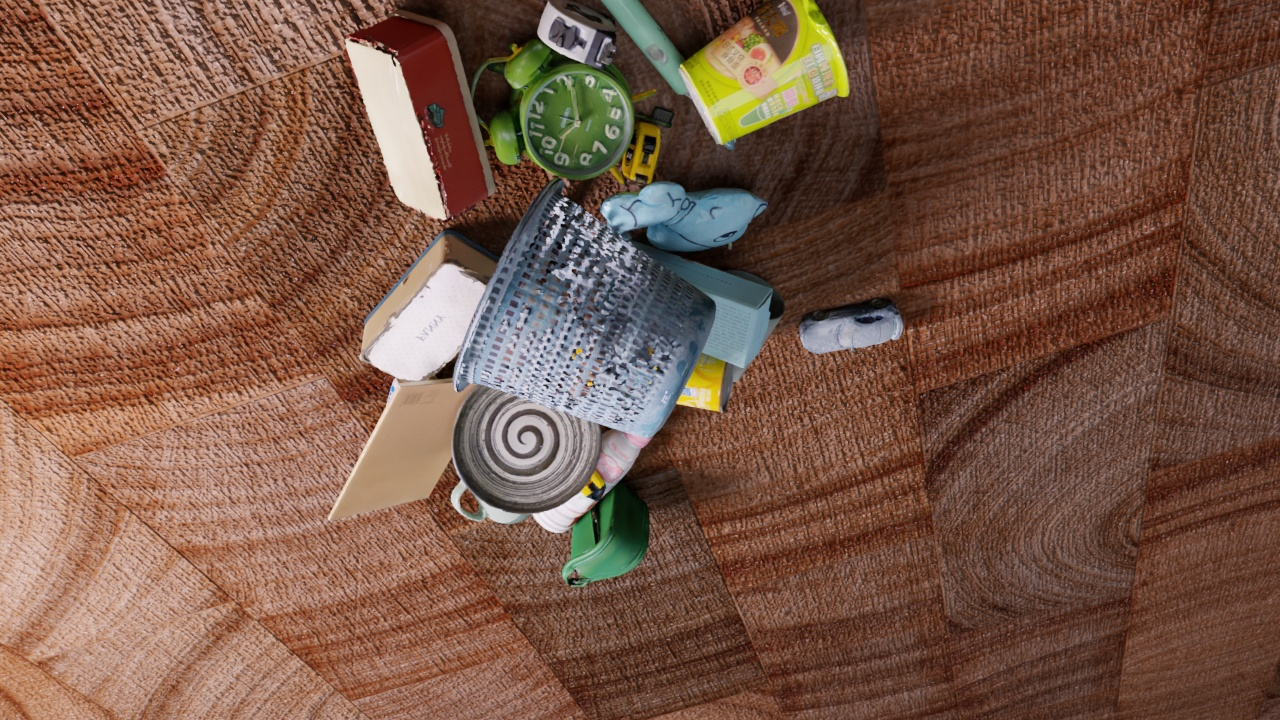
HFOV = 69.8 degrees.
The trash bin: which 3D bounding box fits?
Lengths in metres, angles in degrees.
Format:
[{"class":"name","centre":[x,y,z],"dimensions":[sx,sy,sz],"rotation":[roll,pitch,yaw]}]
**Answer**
[{"class":"trash bin","centre":[-0.043,-0.031,0.884],"dimensions":[0.195,0.225,0.227],"rotation":[26,126,-3]}]

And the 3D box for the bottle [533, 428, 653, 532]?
[{"class":"bottle","centre":[-0.061,0.143,1.181],"dimensions":[0.068,0.068,0.197],"rotation":[28,120,-30]}]

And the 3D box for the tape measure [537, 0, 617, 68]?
[{"class":"tape measure","centre":[-0.054,-0.286,0.795],"dimensions":[0.066,0.065,0.034],"rotation":[17,121,-17]}]

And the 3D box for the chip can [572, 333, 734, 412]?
[{"class":"chip can","centre":[-0.006,0.006,1.011],"dimensions":[0.213,0.071,0.072],"rotation":[10,134,13]}]

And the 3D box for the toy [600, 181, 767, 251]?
[{"class":"toy","centre":[0.045,-0.145,0.939],"dimensions":[0.162,0.049,0.156],"rotation":[-18,158,21]}]

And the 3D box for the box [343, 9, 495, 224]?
[{"class":"box","centre":[-0.200,-0.209,0.810],"dimensions":[0.076,0.091,0.168],"rotation":[-40,141,-30]}]

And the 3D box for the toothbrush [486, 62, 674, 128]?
[{"class":"toothbrush","centre":[-0.053,-0.253,0.863],"dimensions":[0.185,0.012,0.017],"rotation":[13,123,-20]}]

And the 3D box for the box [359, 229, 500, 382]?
[{"class":"box","centre":[-0.218,-0.056,0.981],"dimensions":[0.089,0.061,0.185],"rotation":[33,117,-33]}]

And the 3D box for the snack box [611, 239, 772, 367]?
[{"class":"snack box","centre":[0.047,-0.061,0.967],"dimensions":[0.175,0.051,0.074],"rotation":[22,130,18]}]

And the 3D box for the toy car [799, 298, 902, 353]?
[{"class":"toy car","centre":[0.251,-0.037,1.095],"dimensions":[0.120,0.036,0.054],"rotation":[-9,133,2]}]

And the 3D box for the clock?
[{"class":"clock","centre":[-0.076,-0.225,0.832],"dimensions":[0.161,0.056,0.116],"rotation":[12,115,-19]}]

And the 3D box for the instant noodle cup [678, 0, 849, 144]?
[{"class":"instant noodle cup","centre":[0.104,-0.254,0.811],"dimensions":[0.123,0.111,0.112],"rotation":[-29,131,7]}]

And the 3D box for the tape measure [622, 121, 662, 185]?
[{"class":"tape measure","centre":[0.003,-0.200,0.888],"dimensions":[0.029,0.060,0.057],"rotation":[10,105,-16]}]

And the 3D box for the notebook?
[{"class":"notebook","centre":[-0.264,0.100,1.073],"dimensions":[0.149,0.012,0.212],"rotation":[-6,137,-54]}]

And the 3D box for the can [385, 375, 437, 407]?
[{"class":"can","centre":[-0.278,0.071,1.088],"dimensions":[0.053,0.053,0.135],"rotation":[11,129,-19]}]

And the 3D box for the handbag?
[{"class":"handbag","centre":[-0.050,0.230,1.223],"dimensions":[0.068,0.131,0.120],"rotation":[38,121,-24]}]

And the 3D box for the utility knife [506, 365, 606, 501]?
[{"class":"utility knife","centre":[-0.106,0.090,1.115],"dimensions":[0.033,0.015,0.215],"rotation":[-34,108,2]}]

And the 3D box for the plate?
[{"class":"plate","centre":[-0.133,0.092,1.085],"dimensions":[0.179,0.024,0.179],"rotation":[-2,97,-14]}]

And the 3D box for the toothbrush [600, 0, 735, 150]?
[{"class":"toothbrush","centre":[0.025,-0.276,0.845],"dimensions":[0.027,0.027,0.224],"rotation":[-20,135,32]}]

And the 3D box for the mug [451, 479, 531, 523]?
[{"class":"mug","centre":[-0.183,0.157,1.151],"dimensions":[0.111,0.082,0.106],"rotation":[-41,137,-22]}]

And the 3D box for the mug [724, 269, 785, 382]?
[{"class":"mug","centre":[0.085,-0.044,1.034],"dimensions":[0.124,0.083,0.104],"rotation":[19,129,-9]}]
